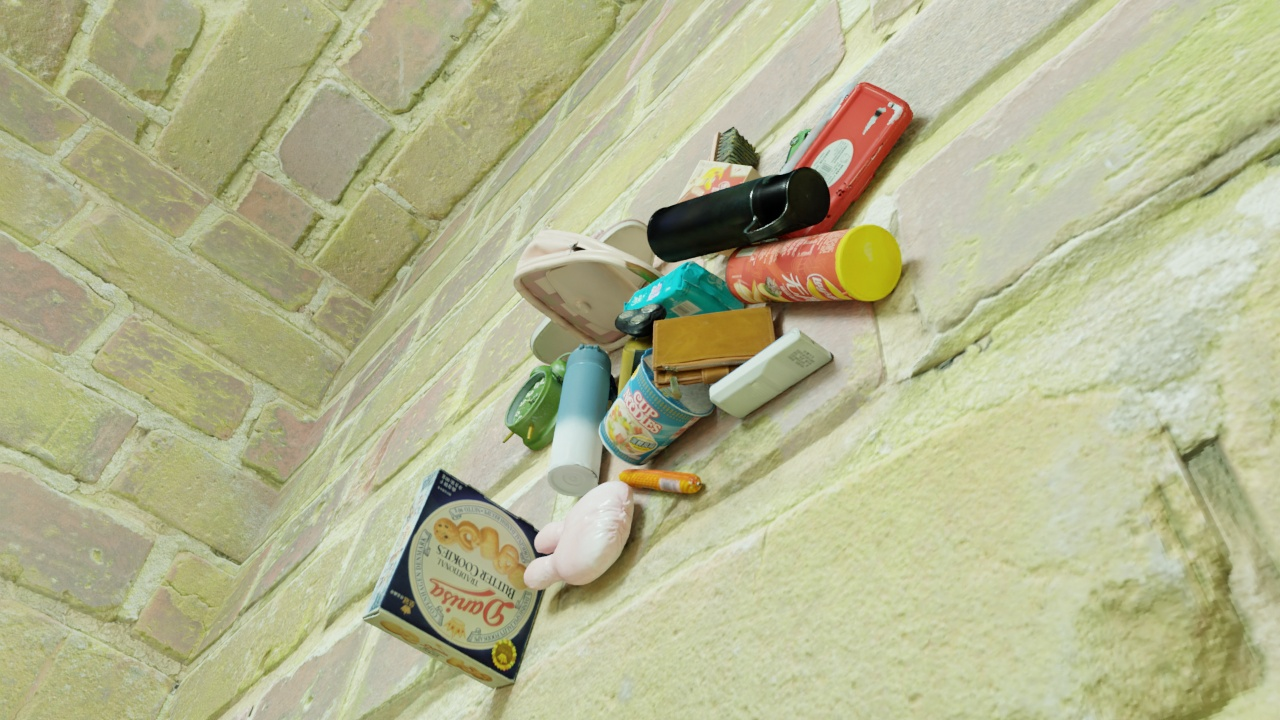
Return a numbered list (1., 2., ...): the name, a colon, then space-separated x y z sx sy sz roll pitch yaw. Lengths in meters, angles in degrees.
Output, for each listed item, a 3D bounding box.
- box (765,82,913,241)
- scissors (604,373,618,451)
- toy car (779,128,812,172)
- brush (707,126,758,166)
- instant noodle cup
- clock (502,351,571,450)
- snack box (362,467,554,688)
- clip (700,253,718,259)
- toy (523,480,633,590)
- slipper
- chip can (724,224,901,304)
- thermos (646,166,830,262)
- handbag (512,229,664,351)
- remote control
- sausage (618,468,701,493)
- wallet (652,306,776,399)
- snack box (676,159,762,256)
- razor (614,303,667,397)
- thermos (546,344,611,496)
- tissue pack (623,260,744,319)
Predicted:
1. box: 0.223 -0.210 1.047 0.095 0.100 0.201 38 92 27
2. scissors: -0.029 0.048 1.210 0.163 0.012 0.162 -5 53 60
3. toy car: 0.204 -0.248 1.135 0.036 0.043 0.091 -22 38 52
4. brush: 0.120 -0.262 1.301 0.073 0.063 0.145 -30 34 38
5. instant noodle cup: 0.012 0.058 1.016 0.110 0.099 0.099 -50 21 29
6. clock: -0.142 0.056 1.365 0.116 0.056 0.161 -13 45 57
7. snack box: -0.193 0.243 1.025 0.046 0.178 0.182 -28 34 41
8. clip: 0.113 -0.184 1.237 0.104 0.035 0.086 -36 29 28
9. toy: -0.067 0.195 1.007 0.160 0.054 0.121 -31 29 38
10. slipper: -0.077 -0.105 1.404 0.275 0.114 0.054 -52 33 21
11. chip can: 0.168 -0.094 0.940 0.073 0.073 0.217 -59 23 -12
12. thermos: 0.093 -0.151 1.001 0.089 0.068 0.243 -42 18 -26
13. handbag: -0.042 -0.099 1.239 0.235 0.193 0.093 -2 56 51
14. remote control: 0.125 0.016 0.898 0.125 0.049 0.024 -39 33 34
15. sausage: 0.018 0.128 0.981 0.165 0.021 0.021 -7 50 61
16. wallet: 0.078 -0.013 0.967 0.131 0.035 0.118 -6 40 8
17. snack box: 0.106 -0.190 1.156 0.094 0.077 0.092 22 81 46
18. razor: -0.006 0.006 1.090 0.062 0.067 0.168 -48 -23 -47
19. thermos: -0.074 0.071 1.178 0.070 0.070 0.219 -38 30 34
20. tissue pack: 0.049 -0.061 1.104 0.134 0.093 0.050 -26 39 49
